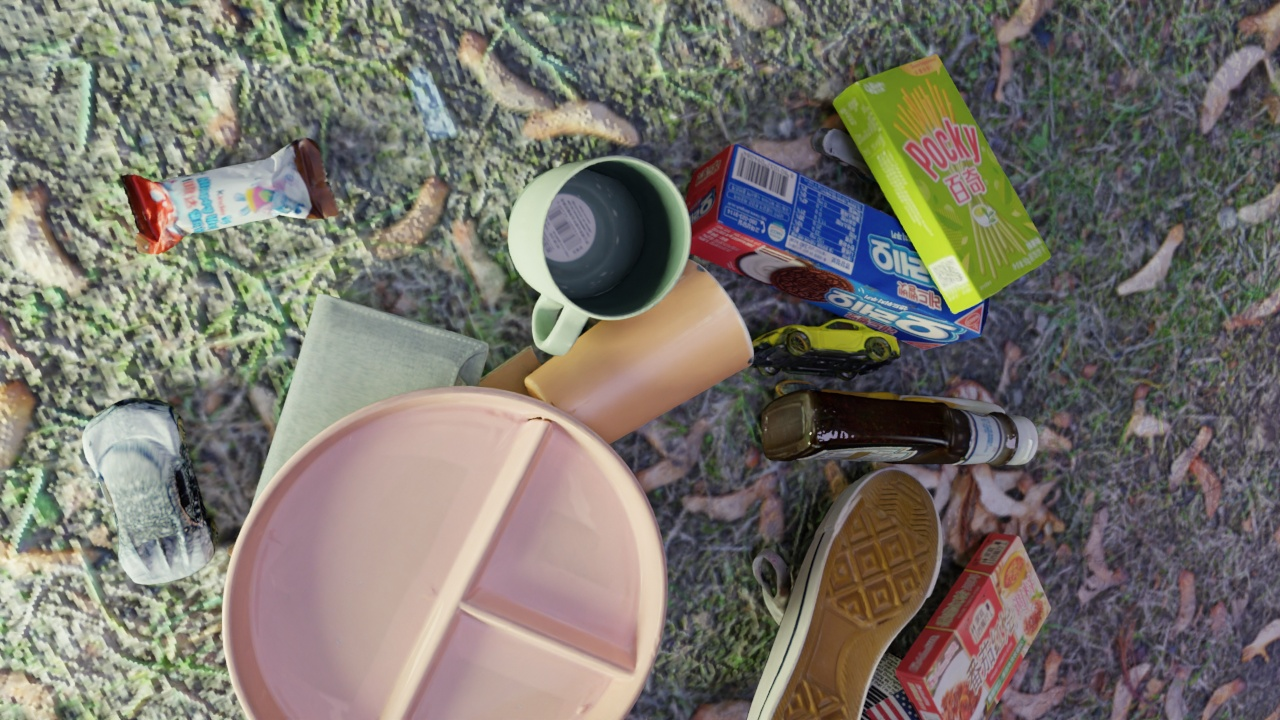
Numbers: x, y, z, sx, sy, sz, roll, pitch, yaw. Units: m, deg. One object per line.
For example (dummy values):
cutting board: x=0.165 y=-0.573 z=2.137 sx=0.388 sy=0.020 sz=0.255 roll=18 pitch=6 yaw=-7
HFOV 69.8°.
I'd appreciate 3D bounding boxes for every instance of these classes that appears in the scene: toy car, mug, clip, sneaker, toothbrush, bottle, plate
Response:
toy car: x=-0.269 y=0.073 z=0.504 sx=0.049 sy=0.031 sz=0.105 roll=-15 pitch=103 yaw=-16
mug: x=-0.003 y=0.003 z=0.551 sx=0.122 sy=0.078 sz=0.078 roll=-34 pitch=108 yaw=-12
clip: x=0.140 y=-0.137 z=0.610 sx=0.057 sy=0.036 sz=0.025 roll=18 pitch=95 yaw=-24
sneaker: x=0.125 y=0.179 z=0.623 sx=0.118 sy=0.088 sz=0.240 roll=36 pitch=63 yaw=-9
toothbrush: x=0.183 y=0.029 z=0.651 sx=0.191 sy=0.018 sz=0.016 roll=7 pitch=91 yaw=-19
bottle: x=0.182 y=0.050 z=0.622 sx=0.194 sy=0.080 sz=0.044 roll=5 pitch=75 yaw=-21
mug: x=-0.033 y=-0.058 z=0.518 sx=0.082 sy=0.106 sz=0.112 roll=22 pitch=91 yaw=-21
plate: x=-0.098 y=0.127 z=0.490 sx=0.229 sy=0.028 sz=0.229 roll=-1 pitch=93 yaw=-15
toy car: x=0.121 y=-0.009 z=0.611 sx=0.105 sy=0.048 sz=0.032 roll=2 pitch=71 yaw=-19

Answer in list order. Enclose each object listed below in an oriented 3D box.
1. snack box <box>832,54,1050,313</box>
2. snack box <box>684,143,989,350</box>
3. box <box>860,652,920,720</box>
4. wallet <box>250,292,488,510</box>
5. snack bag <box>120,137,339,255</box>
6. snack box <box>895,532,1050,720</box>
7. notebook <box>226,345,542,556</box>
snack box: x=0.194 y=-0.115 z=0.587 sx=0.085 sy=0.026 sz=0.156 roll=-26 pitch=86 yaw=-32
snack box: x=0.129 y=-0.067 z=0.589 sx=0.207 sy=0.058 sz=0.057 roll=19 pitch=72 yaw=-20
box: x=0.155 y=0.289 z=0.660 sx=0.087 sy=0.076 sz=0.162 roll=44 pitch=67 yaw=8
wallet: x=-0.150 y=0.038 z=0.522 sx=0.106 sy=0.037 sz=0.129 roll=17 pitch=86 yaw=-10
snack bag: x=-0.221 y=-0.088 z=0.494 sx=0.105 sy=0.026 sz=0.045 roll=-17 pitch=101 yaw=-17
snack box: x=0.245 y=0.202 z=0.667 sx=0.152 sy=0.026 sz=0.075 roll=-40 pitch=109 yaw=-33
notebook: x=-0.117 y=0.110 z=0.571 sx=0.211 sy=0.012 sz=0.149 roll=-34 pitch=109 yaw=-10
